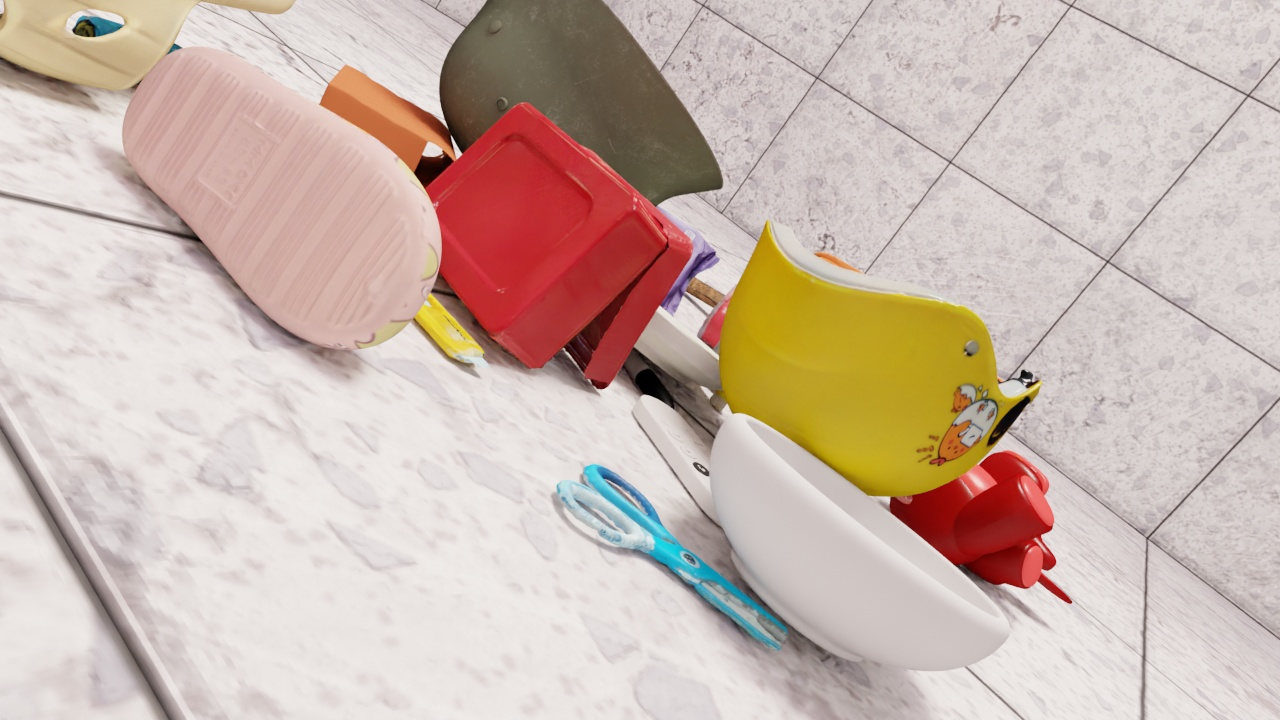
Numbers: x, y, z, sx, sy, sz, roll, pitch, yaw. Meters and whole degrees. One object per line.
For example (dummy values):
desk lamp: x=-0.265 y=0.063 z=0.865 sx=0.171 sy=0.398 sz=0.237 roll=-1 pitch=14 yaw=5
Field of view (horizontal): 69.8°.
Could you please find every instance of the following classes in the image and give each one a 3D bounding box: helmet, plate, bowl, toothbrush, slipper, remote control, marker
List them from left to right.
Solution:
slipper: x=-0.303 y=-0.195 z=0.509 sx=0.111 sy=0.079 sz=0.260 roll=20 pitch=25 yaw=19
slipper: x=-0.167 y=-0.081 z=0.454 sx=0.197 sy=0.093 sz=0.081 roll=39 pitch=4 yaw=17
helmet: x=-0.075 y=-0.201 z=0.769 sx=0.268 sy=0.154 sz=0.227 roll=51 pitch=2 yaw=6
marker: x=-0.004 y=0.004 z=0.704 sx=0.022 sy=0.016 sz=0.138 roll=61 pitch=-5 yaw=-37
plate: x=0.004 y=-0.030 z=0.734 sx=0.182 sy=0.034 sz=0.182 roll=40 pitch=4 yaw=-4
toothbrush: x=0.047 y=0.007 z=0.817 sx=0.021 sy=0.016 sz=0.135 roll=24 pitch=15 yaw=-33
remote control: x=0.034 y=0.065 z=0.590 sx=0.043 sy=0.013 sz=0.136 roll=24 pitch=18 yaw=-38
bowl: x=0.100 y=0.105 z=0.485 sx=0.176 sy=0.066 sz=0.176 roll=36 pitch=6 yaw=-5
helmet: x=0.152 y=0.022 z=0.643 sx=0.239 sy=0.139 sz=0.209 roll=29 pitch=4 yaw=-47

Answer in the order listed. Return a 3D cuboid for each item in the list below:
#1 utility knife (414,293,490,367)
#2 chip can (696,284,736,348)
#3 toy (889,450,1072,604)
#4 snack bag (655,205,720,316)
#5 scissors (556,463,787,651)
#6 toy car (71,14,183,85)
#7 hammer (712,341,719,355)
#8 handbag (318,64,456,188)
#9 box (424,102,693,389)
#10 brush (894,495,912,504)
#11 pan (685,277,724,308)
utility knife: x=-0.136 y=-0.042 z=0.543 sx=0.155 sy=0.017 sz=0.030 roll=46 pitch=26 yaw=28
chip can: x=0.170 y=0.020 z=0.941 sx=0.233 sy=0.073 sz=0.073 roll=39 pitch=14 yaw=12
toy: x=0.299 y=0.132 z=0.805 sx=0.197 sy=0.120 sz=0.158 roll=34 pitch=9 yaw=-45
snack bag: x=-0.033 y=-0.122 z=0.882 sx=0.205 sy=0.096 sz=0.058 roll=36 pitch=-15 yaw=0
scissors: x=0.020 y=0.096 z=0.459 sx=0.140 sy=0.015 sz=0.083 roll=34 pitch=11 yaw=4
toy car: x=-0.309 y=-0.190 z=0.582 sx=0.105 sy=0.032 sz=0.048 roll=36 pitch=14 yaw=7
hammer: x=0.149 y=0.086 z=0.735 sx=0.117 sy=0.051 sz=0.322 roll=28 pitch=18 yaw=-28
handbag: x=-0.200 y=-0.175 z=0.728 sx=0.108 sy=0.060 sz=0.172 roll=24 pitch=14 yaw=-21
box: x=-0.065 y=-0.082 z=0.603 sx=0.122 sy=0.137 sz=0.157 roll=21 pitch=19 yaw=-46
brush: x=0.175 y=0.047 z=0.759 sx=0.041 sy=0.030 sz=0.172 roll=22 pitch=26 yaw=-46
pan: x=0.150 y=-0.034 z=1.065 sx=0.357 sy=0.040 sz=0.208 roll=30 pitch=-21 yaw=42
